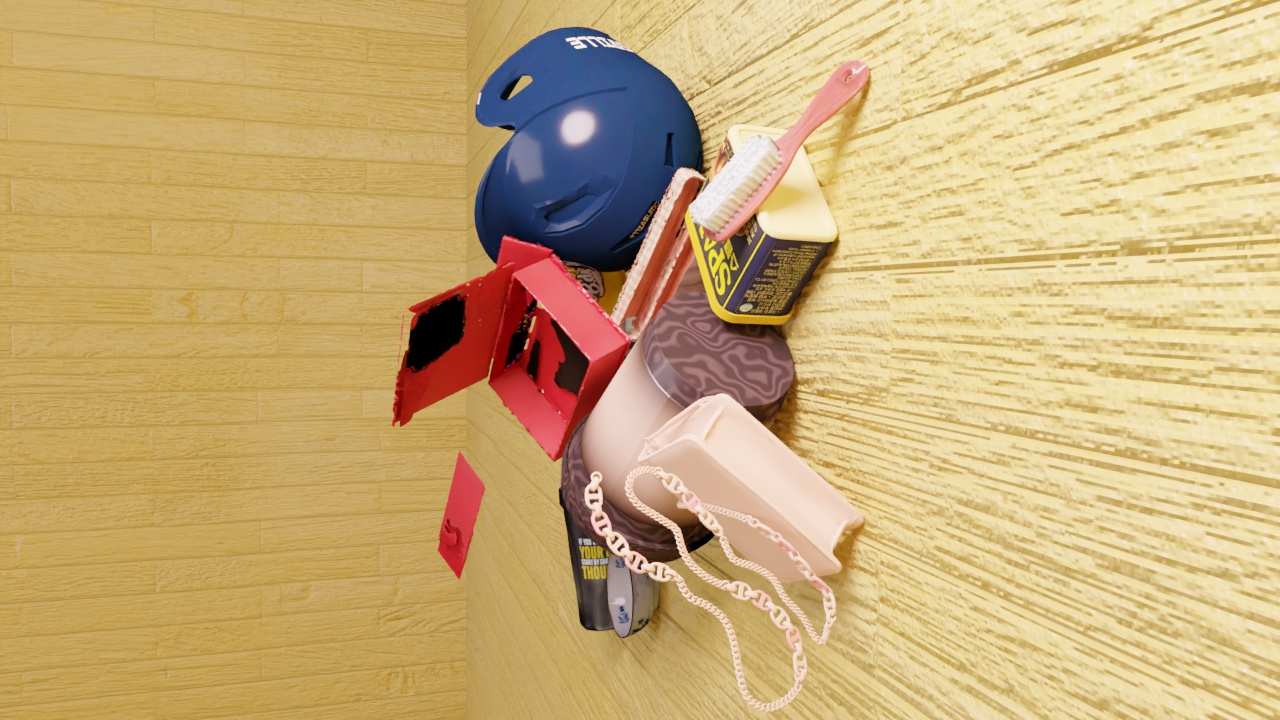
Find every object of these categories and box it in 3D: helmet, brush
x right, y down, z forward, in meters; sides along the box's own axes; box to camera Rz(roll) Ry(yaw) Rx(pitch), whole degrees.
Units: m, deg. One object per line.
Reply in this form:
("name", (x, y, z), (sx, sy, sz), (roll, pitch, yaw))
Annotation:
("helmet", (-0.055, -0.191, 0.983), (0.273, 0.232, 0.223), (-46, 63, 20))
("brush", (0.102, -0.161, 0.690), (0.172, 0.030, 0.041), (-47, 46, 15))

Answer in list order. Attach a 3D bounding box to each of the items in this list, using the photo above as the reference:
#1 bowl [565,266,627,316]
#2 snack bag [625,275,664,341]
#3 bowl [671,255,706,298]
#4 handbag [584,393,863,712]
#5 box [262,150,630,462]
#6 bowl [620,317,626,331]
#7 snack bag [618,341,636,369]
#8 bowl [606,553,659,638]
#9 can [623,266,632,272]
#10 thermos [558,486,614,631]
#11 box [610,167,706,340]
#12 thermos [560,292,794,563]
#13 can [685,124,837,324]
("bowl", (-0.056, -0.107, 1.159), (0.117, 0.067, 0.117), (77, 168, -90))
("snack bag", (0.031, -0.057, 1.043), (0.225, 0.041, 0.077), (171, 98, -70))
("bowl", (0.068, -0.069, 0.872), (0.119, 0.032, 0.119), (-54, -15, -22))
("handbag", (0.042, 0.132, 0.677), (0.186, 0.199, 0.117), (-52, 7, -34))
("box", (-0.207, -0.061, 0.987), (0.107, 0.410, 0.212), (-59, -4, -38))
("bowl", (-0.044, -0.060, 1.250), (0.105, 0.054, 0.105), (178, 90, -72))
("snack bag", (-0.007, 0.006, 1.130), (0.074, 0.018, 0.155), (53, 167, -14))
("bowl", (-0.006, 0.288, 1.152), (0.114, 0.045, 0.114), (179, 90, -72))
("can", (-0.019, -0.137, 1.203), (0.095, 0.032, 0.032), (155, 114, -71))
("thermos", (-0.058, 0.250, 1.253), (0.098, 0.098, 0.221), (-176, 80, -72))
("box", (0.031, -0.096, 0.913), (0.187, 0.078, 0.054), (-65, -4, 21))
("thermos", (0.034, 0.061, 0.846), (0.227, 0.172, 0.172), (117, 148, -44))
("can", (0.099, -0.115, 0.772), (0.105, 0.075, 0.135), (116, 149, -49))
